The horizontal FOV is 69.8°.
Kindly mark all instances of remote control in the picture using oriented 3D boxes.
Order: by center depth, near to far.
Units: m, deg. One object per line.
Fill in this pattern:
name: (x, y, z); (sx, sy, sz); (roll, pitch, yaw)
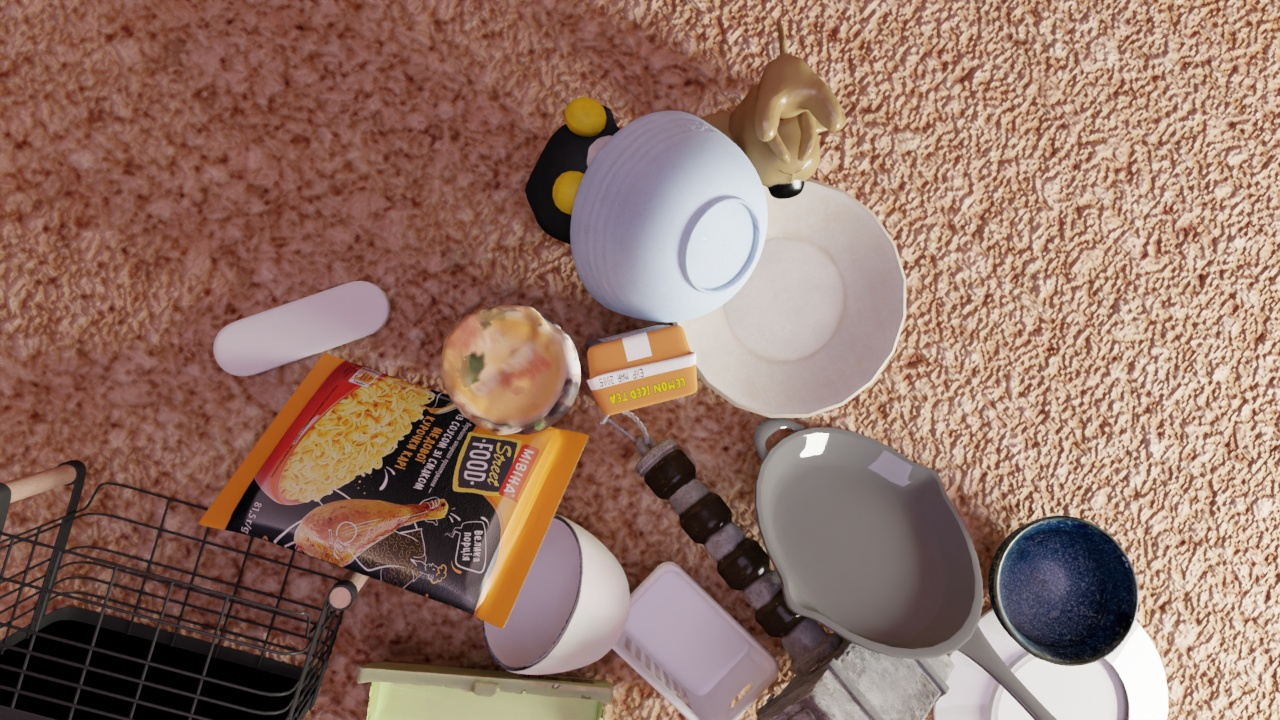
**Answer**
remote control: (-0.260, -0.025, 0.706); (0.136, 0.013, 0.043); (-20, 94, -4)

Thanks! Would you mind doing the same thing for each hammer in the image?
hammer: (0.084, 0.162, 0.696); (0.326, 0.176, 0.080); (50, 123, 14)

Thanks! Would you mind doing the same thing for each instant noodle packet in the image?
instant noodle packet: (-0.167, 0.082, 0.649); (0.221, 0.032, 0.159); (16, 51, 8)

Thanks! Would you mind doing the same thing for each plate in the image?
plate: (0.116, -0.049, 0.731); (0.188, 0.027, 0.189); (0, 93, -5)
plate: (0.351, 0.297, 0.775); (0.208, 0.015, 0.208); (0, 93, -5)

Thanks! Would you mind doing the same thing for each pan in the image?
pan: (0.210, 0.180, 0.677); (0.215, 0.024, 0.354); (-27, 66, -42)

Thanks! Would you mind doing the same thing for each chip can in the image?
chip can: (-0.086, -0.001, 0.615); (0.080, 0.229, 0.080); (-1, 94, -8)

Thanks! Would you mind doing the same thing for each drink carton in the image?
drink carton: (-0.004, 0.004, 0.674); (0.076, 0.125, 0.048); (-14, 94, -5)

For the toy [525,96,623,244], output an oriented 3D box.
toy: (-0.022, -0.124, 0.685); (0.119, 0.100, 0.097); (16, 71, -28)

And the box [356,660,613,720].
box: (-0.118, 0.262, 0.711); (0.188, 0.064, 0.131); (5, 134, -4)

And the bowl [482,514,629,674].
bowl: (-0.059, 0.180, 0.689); (0.065, 0.116, 0.116); (29, 90, -37)

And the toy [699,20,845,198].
toy: (0.103, -0.178, 0.680); (0.134, 0.108, 0.105); (-9, 80, -5)

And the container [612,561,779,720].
container: (0.037, 0.222, 0.726); (0.129, 0.049, 0.080); (45, 88, -6)

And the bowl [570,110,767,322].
bowl: (0.034, -0.089, 0.631); (0.150, 0.075, 0.151); (-18, 123, -31)

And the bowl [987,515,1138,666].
bowl: (0.332, 0.184, 0.742); (0.114, 0.061, 0.114); (0, 80, -1)

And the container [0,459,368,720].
container: (-0.322, 0.171, 0.635); (0.241, 0.163, 0.130); (18, 91, -6)
